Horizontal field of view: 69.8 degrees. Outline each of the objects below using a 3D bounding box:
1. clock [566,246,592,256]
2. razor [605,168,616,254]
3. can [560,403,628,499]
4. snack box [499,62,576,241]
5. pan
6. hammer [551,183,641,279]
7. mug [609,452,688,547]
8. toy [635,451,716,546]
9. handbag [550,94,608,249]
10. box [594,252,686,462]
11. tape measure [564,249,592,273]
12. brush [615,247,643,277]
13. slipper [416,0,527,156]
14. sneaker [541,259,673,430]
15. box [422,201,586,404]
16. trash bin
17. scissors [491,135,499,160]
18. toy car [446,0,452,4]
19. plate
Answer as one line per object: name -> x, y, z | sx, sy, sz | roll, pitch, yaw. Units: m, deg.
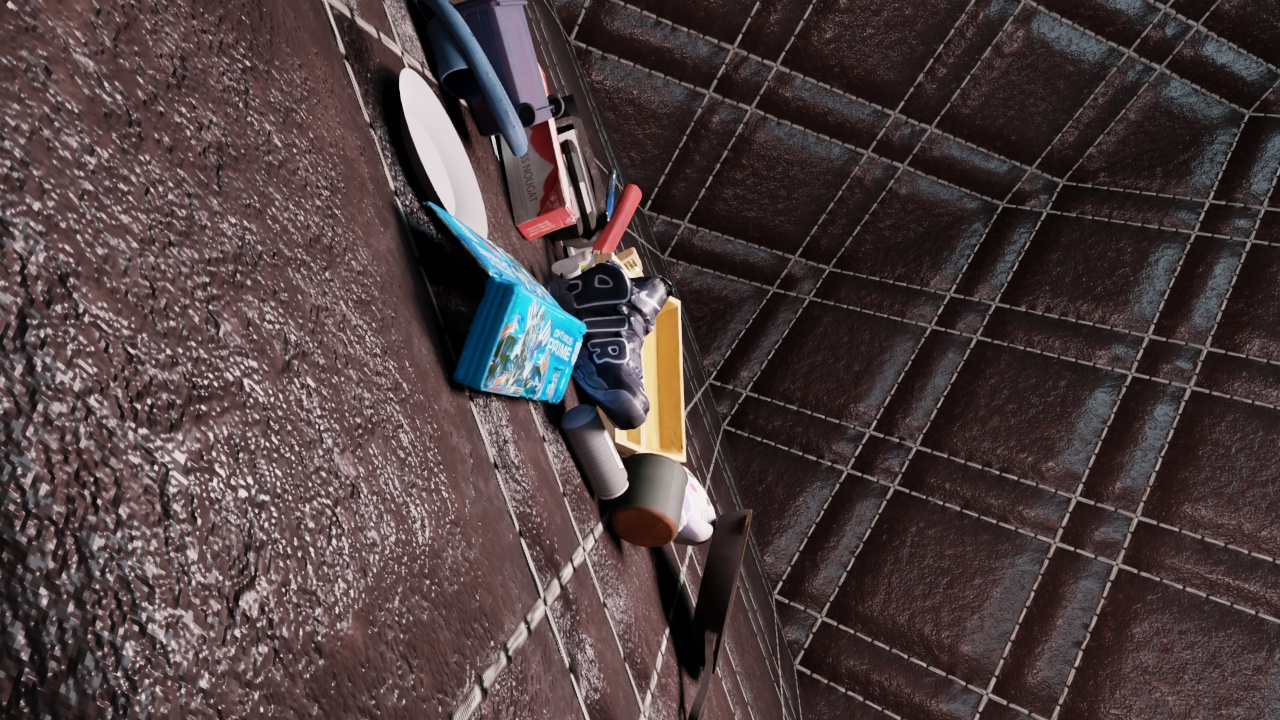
clock -> -0.080, -0.157, 1.483 | 0.159, 0.061, 0.120 | -108, 175, -57
razor -> -0.049, -0.229, 1.435 | 0.043, 0.018, 0.141 | -104, -165, -67
can -> -0.051, 0.102, 1.027 | 0.044, 0.044, 0.107 | -94, 163, -65
snack box -> -0.146, -0.286, 1.217 | 0.044, 0.077, 0.272 | 53, 21, -58
pan -> 0.093, 0.341, 1.214 | 0.355, 0.043, 0.249 | -60, 160, -60
hammer -> -0.052, -0.154, 1.284 | 0.314, 0.036, 0.126 | -66, 159, -47
mug -> 0.004, 0.174, 1.089 | 0.111, 0.085, 0.081 | 121, -13, -46
toy -> 0.039, 0.199, 1.253 | 0.137, 0.085, 0.209 | 53, 7, 21
handbag -> -0.110, -0.257, 1.330 | 0.199, 0.102, 0.197 | -113, -172, -60
box -> -0.005, 0.007, 1.266 | 0.257, 0.076, 0.246 | 35, 50, -68
tape measure -> -0.086, -0.142, 1.354 | 0.065, 0.064, 0.016 | 19, 51, -75
brush -> -0.046, -0.116, 1.358 | 0.039, 0.117, 0.049 | 51, -4, 29
slipper -> -0.197, -0.323, 1.052 | 0.213, 0.059, 0.104 | 58, -2, 0
sneaker -> -0.017, -0.032, 1.048 | 0.252, 0.151, 0.097 | 56, 0, 43
box -> -0.106, -0.046, 0.834 | 0.243, 0.075, 0.166 | 29, 49, -79
trash bin -> -0.170, -0.369, 1.139 | 0.093, 0.092, 0.161 | -51, 130, -62
scissors -> -0.202, -0.319, 1.199 | 0.073, 0.016, 0.134 | 65, 13, -68
toy car -> -0.240, -0.433, 1.147 | 0.089, 0.025, 0.038 | 59, 13, -55
plate -> -0.191, -0.187, 0.866 | 0.172, 0.019, 0.173 | -19, 89, -83
